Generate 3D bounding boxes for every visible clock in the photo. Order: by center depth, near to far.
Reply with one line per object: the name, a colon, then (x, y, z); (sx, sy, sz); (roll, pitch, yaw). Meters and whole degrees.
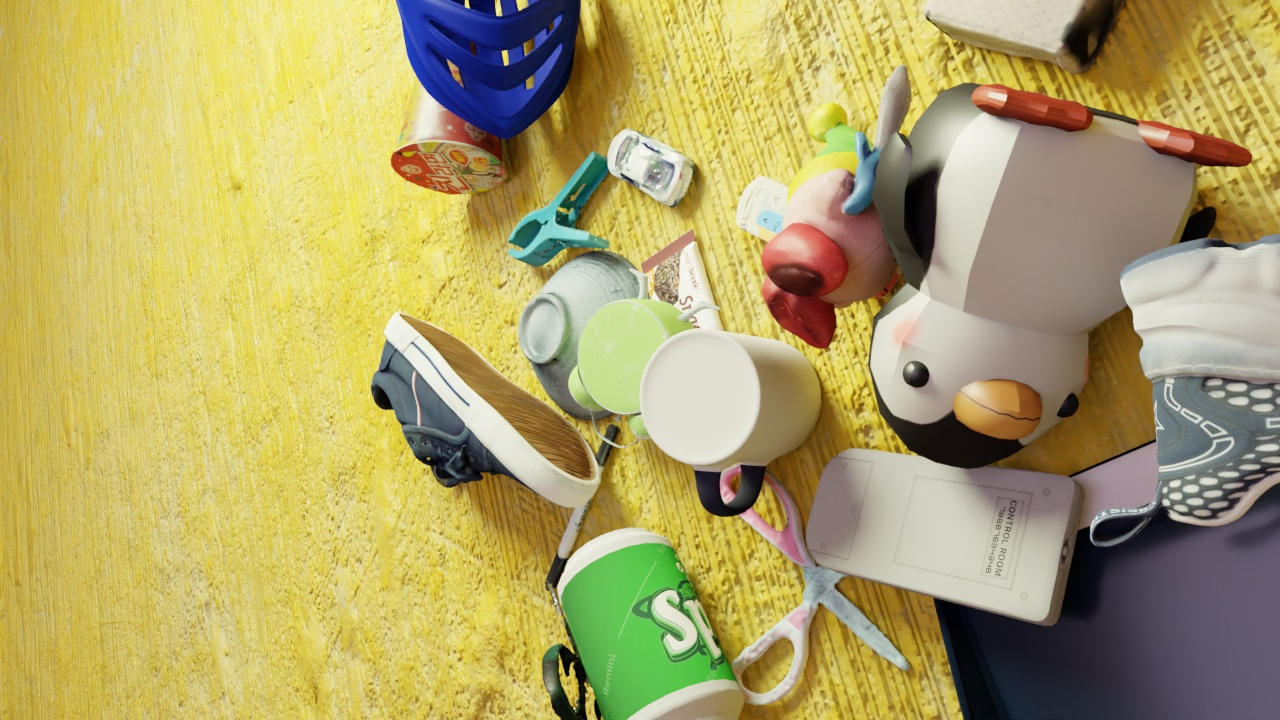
clock: (-0.004, 0.004, 0.643); (0.094, 0.042, 0.119); (26, 107, 31)

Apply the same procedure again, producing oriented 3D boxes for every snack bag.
snack bag: (0.039, -0.012, 0.653); (0.057, 0.013, 0.157); (-29, 67, 37)

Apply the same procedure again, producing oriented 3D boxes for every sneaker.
sneaker: (0.303, 0.038, 0.309); (0.270, 0.103, 0.132); (10, 92, 26)
sneaker: (-0.145, 0.067, 0.759); (0.295, 0.120, 0.127); (30, 95, 45)

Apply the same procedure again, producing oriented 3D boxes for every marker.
marker: (-0.047, 0.118, 0.726); (0.011, 0.011, 0.152); (35, 110, 40)

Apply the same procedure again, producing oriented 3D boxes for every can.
can: (0.004, 0.188, 0.607); (0.088, 0.087, 0.139); (-51, 47, 28)

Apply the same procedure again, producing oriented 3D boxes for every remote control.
remote control: (0.160, 0.092, 0.505); (0.151, 0.019, 0.074); (3, 71, 49)
remote control: (0.113, -0.081, 0.585); (0.125, 0.018, 0.038); (35, 110, 38)

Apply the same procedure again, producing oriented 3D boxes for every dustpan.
dustpan: (0.256, 0.165, 0.385); (0.237, 0.080, 0.273); (-35, 63, 36)

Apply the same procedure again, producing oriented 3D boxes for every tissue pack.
tissue pack: (0.217, -0.252, 0.470); (0.104, 0.071, 0.182); (36, 114, 38)

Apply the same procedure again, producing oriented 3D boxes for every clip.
clip: (-0.068, -0.103, 0.745); (0.116, 0.026, 0.097); (-23, 54, 44)

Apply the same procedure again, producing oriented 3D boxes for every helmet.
helmet: (-0.116, -0.310, 0.694); (0.228, 0.147, 0.241); (111, 150, -66)

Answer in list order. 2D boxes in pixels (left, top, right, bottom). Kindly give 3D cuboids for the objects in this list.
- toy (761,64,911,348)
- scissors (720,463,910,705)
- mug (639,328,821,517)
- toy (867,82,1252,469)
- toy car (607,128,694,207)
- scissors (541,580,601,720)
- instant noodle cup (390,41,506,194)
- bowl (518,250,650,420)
toy: (0.109, -0.091, 0.516); (0.097, 0.124, 0.131); (30, 74, 25)
scissors: (0.097, 0.147, 0.586); (0.170, 0.013, 0.177); (41, 112, 34)
mug: (0.057, 0.039, 0.564); (0.079, 0.096, 0.112); (1, 88, 31)
toy: (0.177, -0.039, 0.462); (0.140, 0.159, 0.184); (-95, 18, -68)
toy car: (0.004, -0.146, 0.687); (0.090, 0.027, 0.039); (37, 113, 39)
scissors: (-0.029, 0.240, 0.610); (0.015, 0.206, 0.201); (-27, 75, -2)
instant noodle cup: (-0.165, -0.220, 0.814); (0.101, 0.100, 0.112); (-9, 72, 43)
bowl: (-0.057, -0.022, 0.714); (0.137, 0.057, 0.137); (-5, 83, 43)
